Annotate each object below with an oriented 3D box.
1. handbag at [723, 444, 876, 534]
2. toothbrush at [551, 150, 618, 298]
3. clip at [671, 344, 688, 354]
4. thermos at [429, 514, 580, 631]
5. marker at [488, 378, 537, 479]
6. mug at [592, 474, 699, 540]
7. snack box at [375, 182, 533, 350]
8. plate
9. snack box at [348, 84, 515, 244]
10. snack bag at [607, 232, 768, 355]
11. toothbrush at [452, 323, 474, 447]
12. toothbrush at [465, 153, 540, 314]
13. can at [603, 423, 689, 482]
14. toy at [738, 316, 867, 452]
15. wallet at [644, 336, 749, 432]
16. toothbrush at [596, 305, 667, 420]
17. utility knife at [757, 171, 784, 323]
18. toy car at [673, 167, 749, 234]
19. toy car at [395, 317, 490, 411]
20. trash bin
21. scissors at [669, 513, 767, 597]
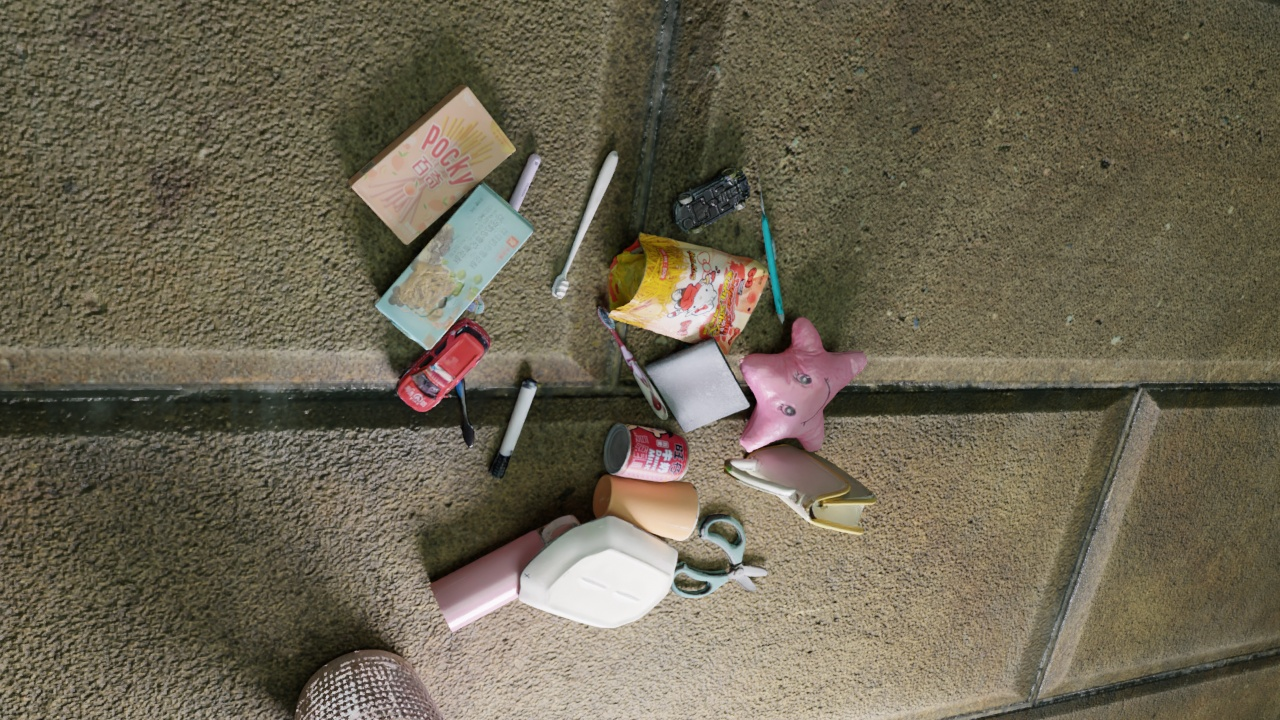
[{"bbox_3d":[0.203,0.160,1.220,0.178,0.163,0.063,13,102,-29],"label":"handbag"},{"bbox_3d":[-0.062,-0.155,1.051,0.016,0.016,0.180,16,102,-37],"label":"toothbrush"},{"bbox_3d":[0.060,0.006,1.177,0.048,0.014,0.057,-36,120,-11],"label":"clip"},{"bbox_3d":[-0.159,0.256,1.138,0.198,0.067,0.087,-26,145,-12],"label":"thermos"},{"bbox_3d":[-0.154,0.082,1.104,0.022,0.018,0.131,16,103,-20],"label":"marker"},{"bbox_3d":[0.005,0.186,1.191,0.122,0.078,0.078,15,103,-25],"label":"mug"},{"bbox_3d":[-0.197,-0.100,0.976,0.074,0.051,0.175,41,92,-14],"label":"snack box"},{"bbox_3d":[-0.043,0.283,1.174,0.162,0.034,0.265,-42,142,6],"label":"plate"},{"bbox_3d":[-0.215,-0.203,0.953,0.157,0.026,0.084,-42,122,-4],"label":"snack box"},{"bbox_3d":[0.060,-0.082,1.120,0.207,0.073,0.129,13,104,-37],"label":"snack bag"},{"bbox_3d":[-0.210,0.014,1.054,0.014,0.016,0.190,-10,112,-12],"label":"toothbrush"},{"bbox_3d":[-0.152,-0.140,1.012,0.029,0.021,0.189,15,102,-49],"label":"toothbrush"},{"bbox_3d":[0.009,0.118,1.166,0.093,0.066,0.066,13,104,-29],"label":"can"},{"bbox_3d":[0.196,0.041,1.220,0.178,0.074,0.195,24,101,-22],"label":"toy"},{"bbox_3d":[0.074,0.033,1.173,0.097,0.019,0.121,-22,123,14],"label":"wallet"},{"bbox_3d":[-0.007,0.007,1.143,0.016,0.017,0.187,-35,120,-8],"label":"toothbrush"},{"bbox_3d":[0.164,-0.144,1.157,0.013,0.029,0.209,-10,117,8],"label":"utility knife"},{"bbox_3d":[0.083,-0.191,1.096,0.105,0.031,0.049,-31,119,-13],"label":"toy car"},{"bbox_3d":[-0.219,0.007,1.018,0.120,0.045,0.053,-44,110,8],"label":"toy car"},{"bbox_3d":[-0.316,0.456,1.074,0.227,0.192,0.228,-10,114,-22],"label":"trash bin"},{"bbox_3d":[0.124,0.279,1.315,0.177,0.019,0.169,9,105,-27],"label":"scissors"}]
